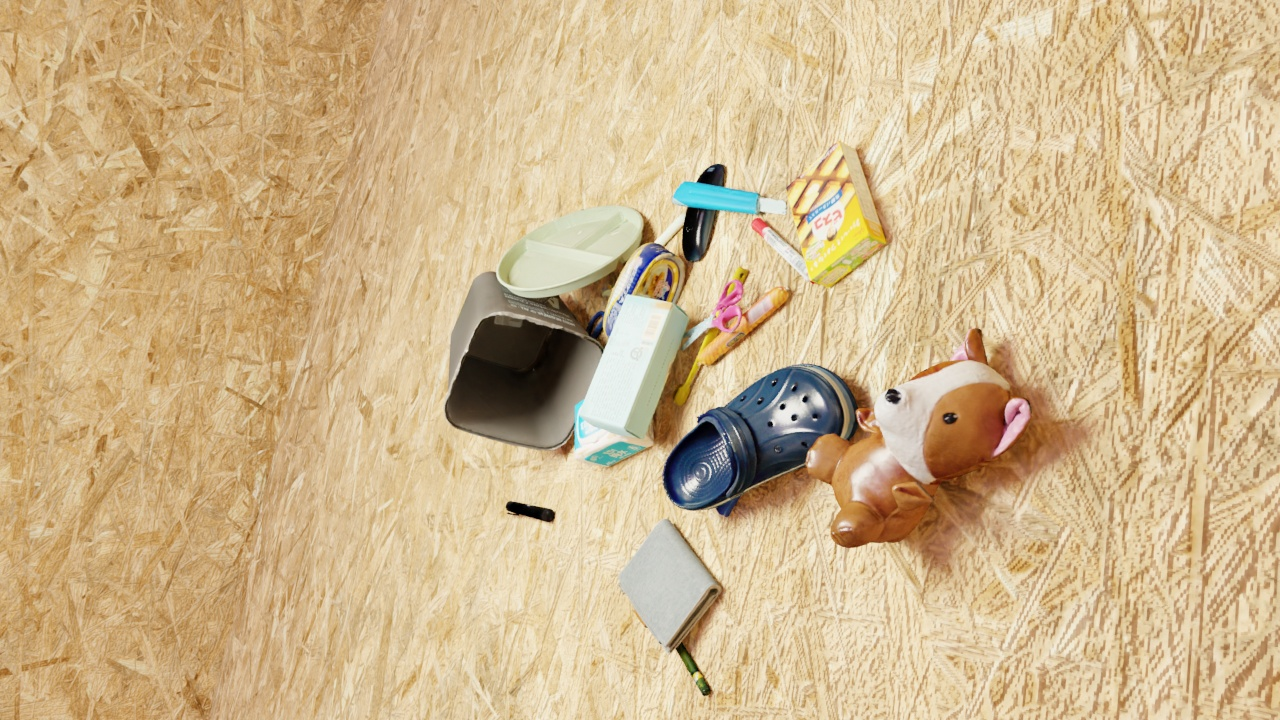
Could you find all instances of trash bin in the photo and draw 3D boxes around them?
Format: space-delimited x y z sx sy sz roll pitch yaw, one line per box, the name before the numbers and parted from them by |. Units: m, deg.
trash bin | -0.186 -0.014 1.371 0.199 0.199 0.219 -63 25 20

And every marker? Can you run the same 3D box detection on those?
marker | 0.167 -0.128 1.063 0.017 0.017 0.145 -59 36 20
marker | 0.127 0.113 1.015 0.146 0.017 0.017 -60 35 19
marker | -0.171 0.230 1.400 0.132 0.020 0.022 -4 62 56

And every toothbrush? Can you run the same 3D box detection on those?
toothbrush | 0.033 0.317 1.062 0.017 0.012 0.186 -31 37 -7
toothbrush | 0.006 -0.149 1.310 0.020 0.029 0.190 51 128 3
toothbrush | 0.085 -0.030 1.142 0.190 0.015 0.016 -65 27 13

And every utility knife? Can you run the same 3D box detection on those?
utility knife | 0.112 -0.201 1.155 0.186 0.018 0.034 19 87 45

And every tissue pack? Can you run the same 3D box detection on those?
tissue pack | -0.037 0.082 1.228 0.140 0.063 0.089 -31 52 46

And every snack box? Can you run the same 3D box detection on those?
snack box | 0.210 -0.160 1.000 0.087 0.033 0.140 -40 47 41
snack box | -0.007 0.007 1.153 0.074 0.051 0.174 13 77 37

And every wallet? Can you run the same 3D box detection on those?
wallet | 0.031 0.264 1.071 0.106 0.037 0.129 -54 37 8

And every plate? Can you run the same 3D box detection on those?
plate | -0.101 -0.160 1.347 0.230 0.027 0.229 -17 32 11

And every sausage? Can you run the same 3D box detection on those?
sausage | 0.119 -0.039 1.089 0.166 0.021 0.021 -42 44 38

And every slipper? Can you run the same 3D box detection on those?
slipper | 0.107 0.082 0.964 0.254 0.095 0.105 -36 66 37

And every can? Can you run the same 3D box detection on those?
can | 0.005 -0.083 1.231 0.049 0.074 0.148 41 109 52

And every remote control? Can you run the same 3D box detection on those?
remote control | 0.079 -0.199 1.217 0.053 0.024 0.136 7 82 56

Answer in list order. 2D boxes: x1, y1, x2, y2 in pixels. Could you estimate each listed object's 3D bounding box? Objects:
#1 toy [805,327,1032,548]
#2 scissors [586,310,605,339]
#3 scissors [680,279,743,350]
toy | 0.235 0.068 0.790 0.200 0.130 0.140 -42 37 25
scissors | -0.087 -0.001 1.387 0.176 0.012 0.162 33 105 57
scissors | 0.085 -0.056 1.125 0.138 0.017 0.076 -26 53 57
